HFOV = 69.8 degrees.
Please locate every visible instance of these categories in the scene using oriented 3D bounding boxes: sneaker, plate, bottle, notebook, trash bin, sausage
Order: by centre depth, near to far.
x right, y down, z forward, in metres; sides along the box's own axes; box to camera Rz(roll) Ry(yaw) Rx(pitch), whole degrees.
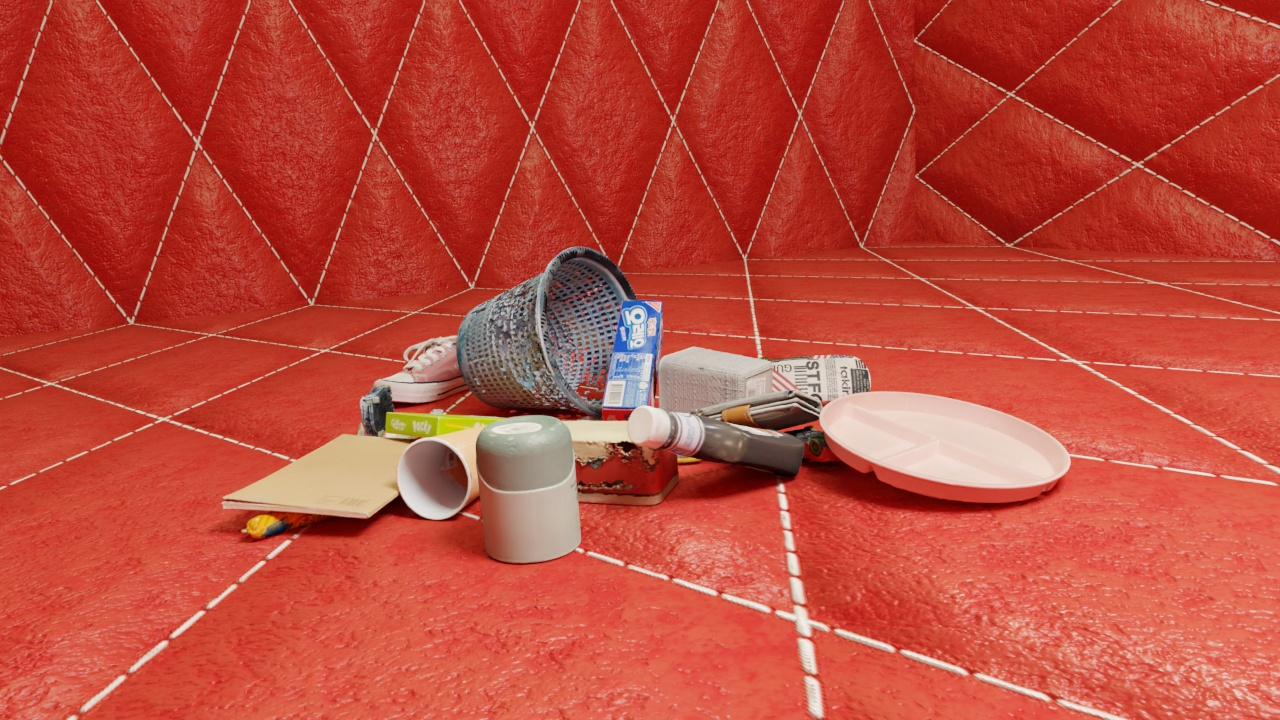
[{"bbox_3d":[0.069,0.075,0.860,0.194,0.044,0.080,15,-2,-41],"label":"bottle"},{"bbox_3d":[0.286,0.081,0.880,0.229,0.028,0.229,3,18,-1],"label":"plate"},{"bbox_3d":[-0.301,0.141,0.884,0.164,0.021,0.021,-14,15,-41],"label":"sausage"},{"bbox_3d":[-0.291,0.112,0.930,0.149,0.012,0.211,2,13,13],"label":"notebook"},{"bbox_3d":[-0.130,-0.020,1.238,0.196,0.226,0.226,-12,5,34],"label":"trash bin"},{"bbox_3d":[-0.307,0.007,1.408,0.118,0.088,0.240,6,13,40],"label":"sneaker"}]

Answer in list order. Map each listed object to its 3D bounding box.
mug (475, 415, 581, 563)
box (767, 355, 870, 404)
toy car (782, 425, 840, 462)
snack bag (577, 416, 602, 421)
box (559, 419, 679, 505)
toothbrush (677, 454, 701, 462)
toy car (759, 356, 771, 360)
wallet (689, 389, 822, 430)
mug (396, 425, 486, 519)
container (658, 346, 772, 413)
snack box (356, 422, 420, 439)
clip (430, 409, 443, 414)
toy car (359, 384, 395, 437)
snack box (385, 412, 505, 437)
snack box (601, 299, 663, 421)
[{"bbox_3d":[-0.097,0.103,0.785,0.082,0.106,0.112,-7,11,-11],"label":"mug"},{"bbox_3d":[0.219,0.032,1.217,0.162,0.075,0.087,-6,-19,6],"label":"box"},{"bbox_3d":[0.179,0.088,0.958,0.049,0.031,0.106,-9,8,-28],"label":"toy car"},{"bbox_3d":[-0.075,0.089,1.062,0.045,0.026,0.105,3,14,16],"label":"snack bag"},{"bbox_3d":[-0.052,0.090,0.908,0.168,0.078,0.091,-1,11,19],"label":"box"},{"bbox_3d":[-0.030,0.105,0.980,0.191,0.018,0.016,-3,9,5],"label":"toothbrush"},{"bbox_3d":[0.143,0.026,1.270,0.105,0.048,0.032,-6,44,-15],"label":"toy car"},{"bbox_3d":[0.119,0.064,0.974,0.130,0.037,0.106,-16,-17,24],"label":"wallet"},{"bbox_3d":[-0.176,0.104,0.911,0.078,0.078,0.122,-1,6,17],"label":"mug"},{"bbox_3d":[0.094,0.038,1.106,0.114,0.090,0.090,8,16,35],"label":"container"},{"bbox_3d":[-0.300,0.099,1.094,0.075,0.025,0.153,-6,11,-13],"label":"snack box"},{"bbox_3d":[-0.269,0.080,1.206,0.025,0.036,0.057,-7,15,-4],"label":"clip"},{"bbox_3d":[-0.317,0.060,1.096,0.031,0.049,0.105,-8,11,-2],"label":"toy car"},{"bbox_3d":[-0.209,0.077,1.066,0.086,0.026,0.156,2,-4,33],"label":"snack box"},{"bbox_3d":[-0.007,0.007,1.132,0.057,0.058,0.207,1,41,7],"label":"snack box"}]
